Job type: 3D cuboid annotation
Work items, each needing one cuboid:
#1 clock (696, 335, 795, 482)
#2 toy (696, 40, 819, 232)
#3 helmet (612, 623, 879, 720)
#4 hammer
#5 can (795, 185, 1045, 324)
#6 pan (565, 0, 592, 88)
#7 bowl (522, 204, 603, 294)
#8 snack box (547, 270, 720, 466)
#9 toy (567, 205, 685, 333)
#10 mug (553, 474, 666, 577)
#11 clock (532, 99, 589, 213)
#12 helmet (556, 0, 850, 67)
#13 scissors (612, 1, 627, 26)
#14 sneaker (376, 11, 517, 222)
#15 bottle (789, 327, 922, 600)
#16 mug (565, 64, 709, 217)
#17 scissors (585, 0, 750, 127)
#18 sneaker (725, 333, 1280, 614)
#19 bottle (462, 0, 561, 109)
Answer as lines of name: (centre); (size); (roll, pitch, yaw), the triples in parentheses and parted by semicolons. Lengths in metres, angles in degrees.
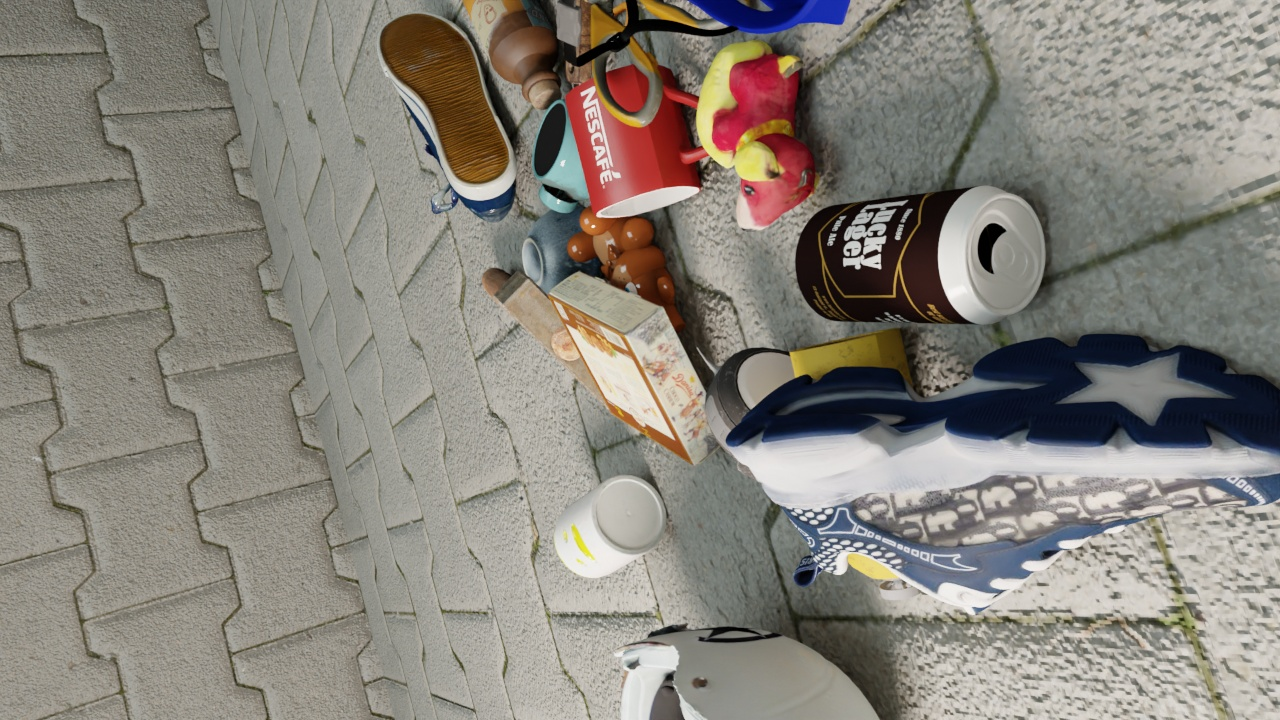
clock: (0.094, 0.036, 0.631); (0.122, 0.091, 0.044); (65, 150, 31)
toy: (0.080, -0.159, 0.616); (0.106, 0.067, 0.137); (119, 142, -48)
helmet: (0.089, 0.305, 0.683); (0.265, 0.163, 0.236); (137, 120, -65)
hammer: (-0.116, -0.051, 0.975); (0.158, 0.037, 0.301); (46, 176, -27)
can: (0.150, -0.056, 0.514); (0.129, 0.071, 0.072); (6, 107, 59)
pan: (-0.047, -0.405, 0.748); (0.208, 0.040, 0.357); (30, 127, 52)
bowl: (-0.085, -0.104, 0.926); (0.110, 0.055, 0.110); (34, 130, 52)
snack box: (-0.005, 0.005, 0.788); (0.143, 0.041, 0.147); (27, 150, 55)
toy: (-0.008, -0.075, 0.797); (0.127, 0.065, 0.095); (60, 157, 18)
mug: (-0.032, 0.166, 0.918); (0.106, 0.082, 0.082); (-44, 63, 56)
clock: (-0.067, -0.188, 0.843); (0.125, 0.053, 0.090); (-33, 51, 53)
helmet: (0.014, -0.259, 0.511); (0.241, 0.227, 0.148); (46, 156, 22)
scissors: (-0.043, -0.311, 0.808); (0.133, 0.012, 0.084); (6, 106, 59)
sneaker: (-0.224, -0.276, 1.072); (0.294, 0.120, 0.127); (61, 170, 21)
bottle: (0.146, 0.067, 0.578); (0.071, 0.071, 0.164); (-12, 91, 61)
mug: (0.007, -0.175, 0.717); (0.117, 0.080, 0.096); (-14, 89, 32)
scissors: (-0.010, -0.277, 0.685); (0.166, 0.016, 0.225); (-33, 63, 16)
sneaker: (0.178, 0.071, 0.466); (0.270, 0.103, 0.132); (-7, 110, 39)
bottle: (-0.117, -0.308, 0.882); (0.157, 0.067, 0.068); (65, 149, 20)
